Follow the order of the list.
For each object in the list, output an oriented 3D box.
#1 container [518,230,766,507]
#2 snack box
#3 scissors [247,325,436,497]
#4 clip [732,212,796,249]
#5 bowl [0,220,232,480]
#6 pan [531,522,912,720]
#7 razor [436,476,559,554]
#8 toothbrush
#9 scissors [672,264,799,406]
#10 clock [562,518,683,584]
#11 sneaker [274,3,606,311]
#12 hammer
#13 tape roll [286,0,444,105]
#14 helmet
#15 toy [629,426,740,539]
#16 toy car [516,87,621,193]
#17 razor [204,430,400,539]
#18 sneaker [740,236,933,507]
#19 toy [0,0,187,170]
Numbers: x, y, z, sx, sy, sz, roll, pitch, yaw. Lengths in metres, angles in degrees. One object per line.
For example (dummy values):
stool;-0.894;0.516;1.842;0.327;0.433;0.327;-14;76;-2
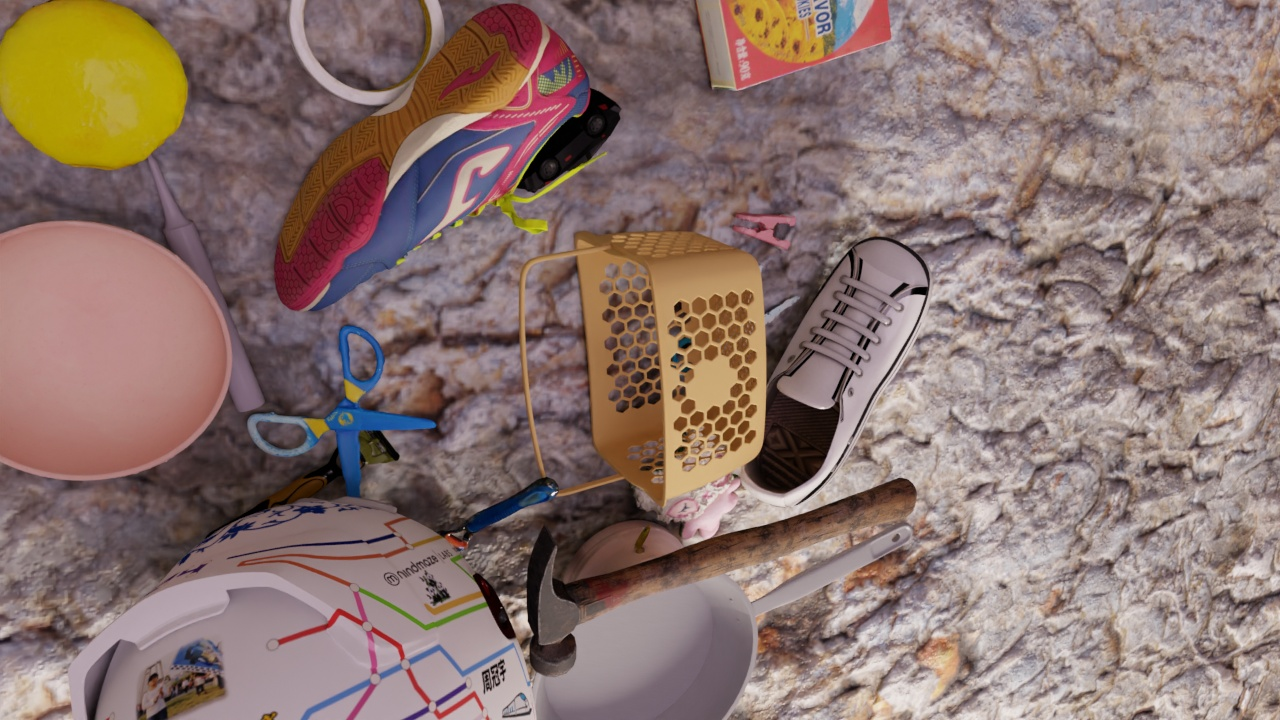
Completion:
container;-0.004;0.004;0.668;0.166;0.129;0.183;-12;113;-22
snack box;0.108;-0.287;0.668;0.144;0.040;0.143;-23;116;-17
scissors;-0.208;0.039;0.636;0.130;0.013;0.125;-6;96;-9
clip;0.104;-0.112;0.741;0.060;0.023;0.045;33;88;-33
bowl;-0.323;-0.013;0.539;0.152;0.076;0.153;-9;113;-24
pan;0.070;0.214;0.756;0.356;0.051;0.201;-27;118;-17
razor;-0.113;0.119;0.688;0.141;0.018;0.044;-32;126;27
toothbrush;-0.279;-0.053;0.579;0.019;0.018;0.188;-19;115;-17
scissors;0.088;-0.012;0.776;0.129;0.014;0.119;-37;117;-12
clock;0.007;0.212;0.790;0.116;0.059;0.158;-45;121;-5
sneaker;-0.129;-0.108;0.584;0.242;0.116;0.091;-40;147;12
hammer;0.073;0.135;0.683;0.329;0.033;0.120;-12;126;-23
tape roll;-0.171;-0.209;0.574;0.094;0.019;0.094;-8;111;-23
helmet;-0.198;0.207;0.591;0.231;0.314;0.236;-25;78;3
toy;0.050;0.111;0.787;0.095;0.041;0.109;-44;127;-7
toy car;-0.055;-0.151;0.640;0.091;0.042;0.036;-44;146;-5
razor;-0.244;0.093;0.650;0.144;0.021;0.044;-34;119;-9
sneaker;0.149;0.010;0.746;0.245;0.091;0.097;-60;159;8
toy;-0.305;-0.154;0.512;0.095;0.041;0.094;-28;107;-12
